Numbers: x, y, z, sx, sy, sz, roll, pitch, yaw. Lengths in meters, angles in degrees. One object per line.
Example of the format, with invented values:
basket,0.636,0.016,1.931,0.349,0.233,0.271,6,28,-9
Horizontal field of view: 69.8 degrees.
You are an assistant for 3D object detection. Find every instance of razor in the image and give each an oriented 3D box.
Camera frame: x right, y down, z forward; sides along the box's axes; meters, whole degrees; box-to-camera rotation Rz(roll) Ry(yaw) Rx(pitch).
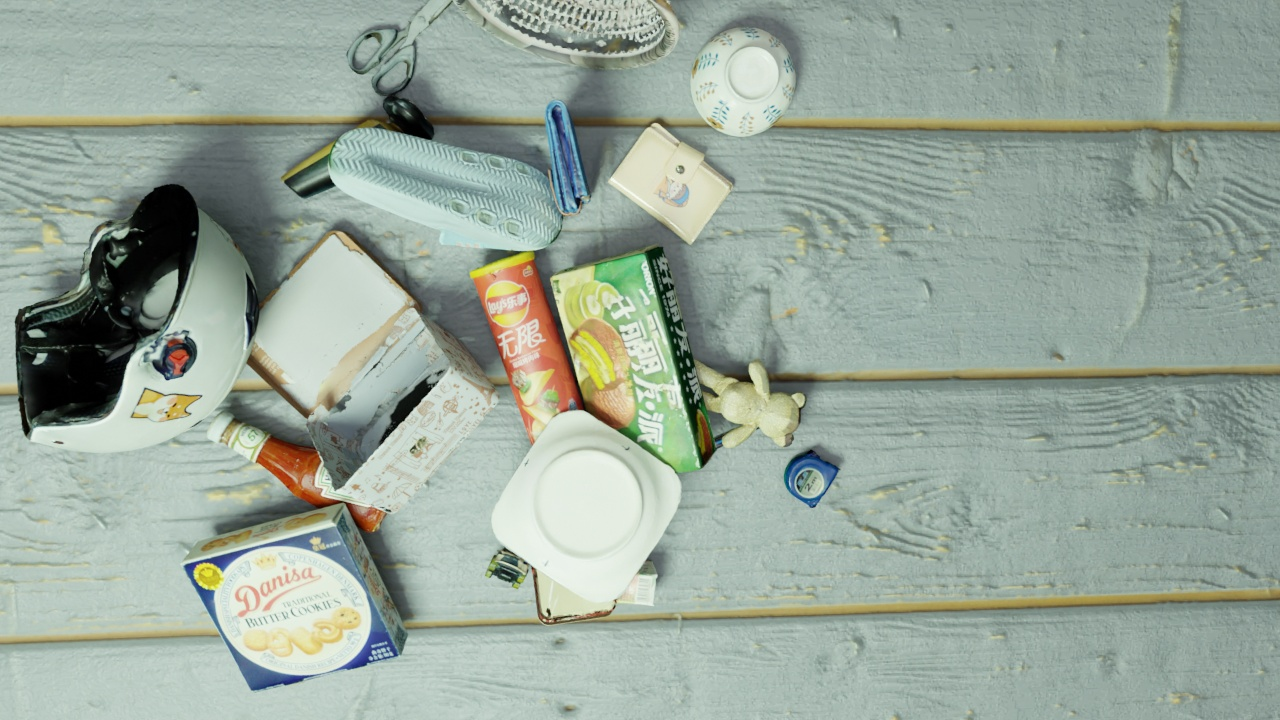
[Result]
razor,-0.299,-0.220,0.958,0.167,0.062,0.067,-27,69,5

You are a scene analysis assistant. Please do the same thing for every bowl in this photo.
bowl,0.112,-0.297,0.970,0.113,0.062,0.113,-1,99,-3

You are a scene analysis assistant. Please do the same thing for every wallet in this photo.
wallet,-0.075,-0.201,0.932,0.040,0.133,0.106,-10,98,0
wallet,0.036,-0.195,0.998,0.115,0.024,0.087,36,93,-7

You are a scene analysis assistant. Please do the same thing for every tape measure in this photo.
tape measure,0.193,0.134,1.055,0.054,0.025,0.058,32,91,-6

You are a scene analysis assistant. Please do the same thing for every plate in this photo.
plate,-0.054,0.148,0.934,0.164,0.034,0.163,32,80,2

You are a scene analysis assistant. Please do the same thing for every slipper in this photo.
slipper,-0.196,-0.164,0.939,0.245,0.074,0.103,13,56,-23

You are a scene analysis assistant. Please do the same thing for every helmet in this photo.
helmet,-0.474,-0.022,0.905,0.274,0.230,0.157,-47,141,2

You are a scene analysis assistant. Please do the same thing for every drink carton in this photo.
drink carton,-0.044,0.246,1.038,0.122,0.053,0.045,7,93,-5

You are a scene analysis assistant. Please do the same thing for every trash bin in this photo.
trash bin,-0.056,-0.417,0.877,0.227,0.228,0.192,13,84,-6

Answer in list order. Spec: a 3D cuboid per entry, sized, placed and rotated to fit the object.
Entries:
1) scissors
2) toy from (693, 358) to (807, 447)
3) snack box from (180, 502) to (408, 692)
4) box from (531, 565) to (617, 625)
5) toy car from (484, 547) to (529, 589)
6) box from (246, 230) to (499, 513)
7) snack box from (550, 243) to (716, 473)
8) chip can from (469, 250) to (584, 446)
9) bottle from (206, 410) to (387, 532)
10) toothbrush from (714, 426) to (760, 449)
scissors,-0.237,-0.360,0.958,0.135,0.014,0.175,10,97,-7
toy,0.104,0.043,1.020,0.157,0.066,0.105,21,97,0
snack box,-0.370,0.259,0.990,0.178,0.045,0.182,-16,111,8
box,-0.075,0.190,0.978,0.091,0.080,0.168,-6,72,-9
toy car,-0.145,0.226,1.010,0.042,0.091,0.035,22,68,-5
box,-0.289,0.010,0.967,0.179,0.126,0.273,-46,71,3
snack box,-0.006,0.006,0.983,0.115,0.063,0.240,-11,100,23
chip can,-0.116,-0.006,0.988,0.073,0.073,0.216,-17,99,-2
bottle,-0.365,0.116,0.991,0.206,0.060,0.060,29,95,-8
toothbrush,0.061,0.106,1.049,0.189,0.016,0.014,-24,90,-3
